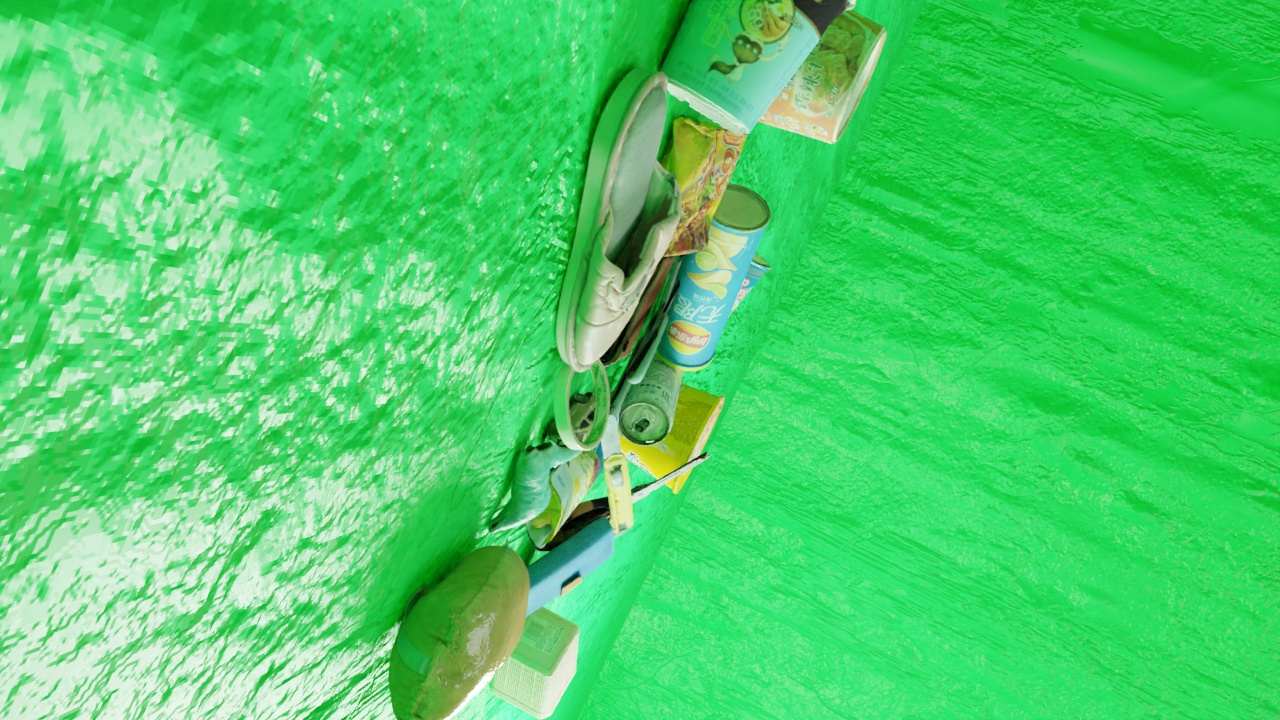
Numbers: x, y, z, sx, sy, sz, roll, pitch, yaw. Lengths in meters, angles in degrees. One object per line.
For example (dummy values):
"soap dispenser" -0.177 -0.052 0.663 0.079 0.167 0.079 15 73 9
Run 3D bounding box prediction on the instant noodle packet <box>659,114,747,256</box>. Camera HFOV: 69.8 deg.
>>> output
"instant noodle packet" 0.045 -0.154 0.805 0.110 0.044 0.129 -21 136 -60

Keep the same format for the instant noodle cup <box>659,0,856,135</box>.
"instant noodle cup" 0.076 -0.231 0.653 0.120 0.111 0.111 -59 171 9

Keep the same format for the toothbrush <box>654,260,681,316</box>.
"toothbrush" 0.048 -0.115 1.023 0.021 0.029 0.190 -4 127 -34

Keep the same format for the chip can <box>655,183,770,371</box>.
"chip can" 0.071 -0.081 0.958 0.071 0.071 0.211 -55 169 -41

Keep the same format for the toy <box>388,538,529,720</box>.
"toy" -0.138 0.218 0.767 0.143 0.082 0.226 -59 173 1

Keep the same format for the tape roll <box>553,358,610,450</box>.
"tape roll" -0.050 0.036 0.805 0.085 0.014 0.086 0 90 -66

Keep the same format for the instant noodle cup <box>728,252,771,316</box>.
"instant noodle cup" 0.084 -0.089 1.082 0.110 0.099 0.099 -59 172 17

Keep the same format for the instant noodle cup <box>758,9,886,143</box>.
"instant noodle cup" 0.172 -0.297 0.928 0.151 0.111 0.151 -60 169 -20

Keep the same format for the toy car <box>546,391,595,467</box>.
"toy car" -0.064 0.066 0.864 0.090 0.035 0.042 -47 159 -50

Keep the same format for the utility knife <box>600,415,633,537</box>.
"utility knife" -0.028 0.125 0.985 0.031 0.022 0.220 -19 133 -13

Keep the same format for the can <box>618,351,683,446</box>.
"can" 0.014 0.033 1.018 0.146 0.058 0.058 -73 -177 -60

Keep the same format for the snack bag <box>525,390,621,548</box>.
"snack bag" -0.062 0.112 0.986 0.190 0.039 0.110 -51 153 -54

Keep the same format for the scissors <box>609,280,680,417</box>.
"scissors" -0.005 0.005 0.921 0.180 0.019 0.169 -62 -176 30

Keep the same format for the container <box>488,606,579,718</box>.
"container" -0.130 0.369 1.141 0.090 0.090 0.111 -54 164 -43

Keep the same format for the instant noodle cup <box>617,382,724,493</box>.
"instant noodle cup" 0.027 0.082 1.152 0.137 0.110 0.138 -60 169 -21

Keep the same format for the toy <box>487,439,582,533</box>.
"toy" -0.090 0.105 0.809 0.096 0.030 0.092 -22 139 -41

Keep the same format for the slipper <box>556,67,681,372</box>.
"slipper" -0.011 -0.088 0.684 0.113 0.054 0.275 -55 166 -41

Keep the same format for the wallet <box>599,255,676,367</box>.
"wallet" -0.004 -0.053 0.876 0.125 0.032 0.101 -63 175 15

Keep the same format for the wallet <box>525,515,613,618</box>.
"wallet" -0.088 0.234 1.034 0.133 0.040 0.106 -32 158 -18

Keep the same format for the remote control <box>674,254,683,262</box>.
"remote control" 0.051 -0.159 0.918 0.058 0.021 0.150 -59 168 -26

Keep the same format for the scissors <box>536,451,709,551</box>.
"scissors" -0.019 0.156 1.049 0.192 0.015 0.207 6 136 -49
